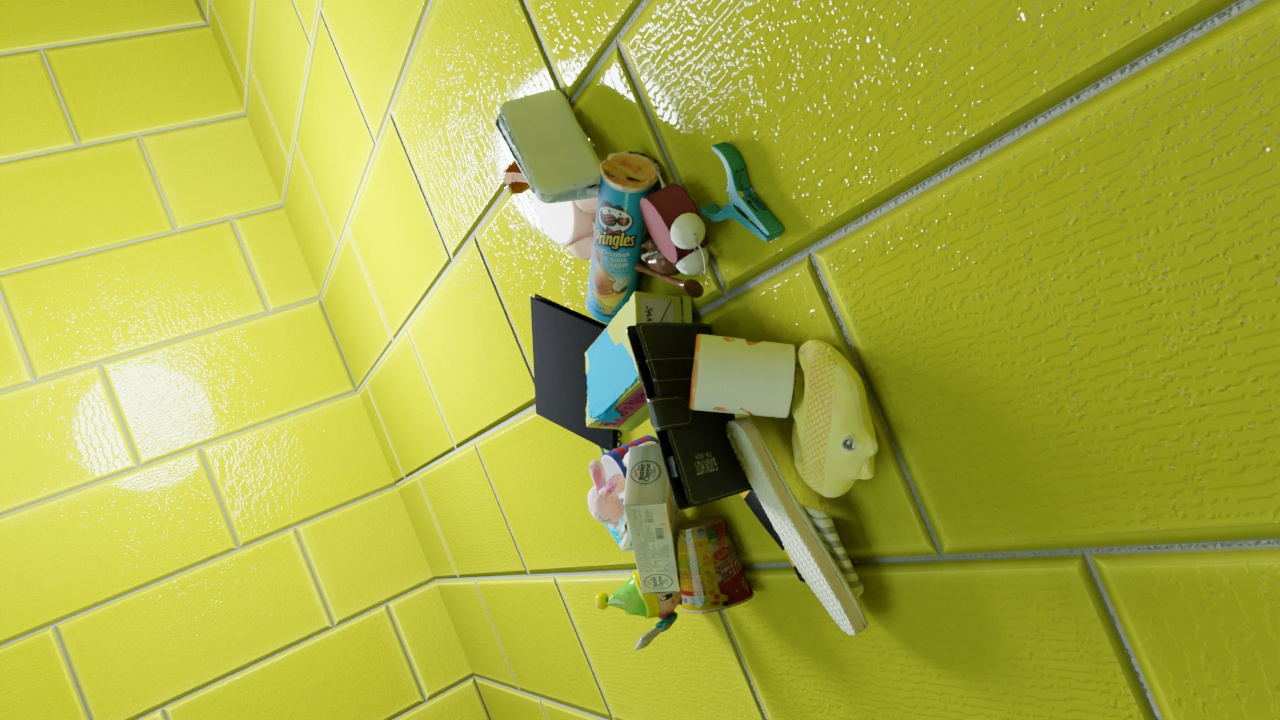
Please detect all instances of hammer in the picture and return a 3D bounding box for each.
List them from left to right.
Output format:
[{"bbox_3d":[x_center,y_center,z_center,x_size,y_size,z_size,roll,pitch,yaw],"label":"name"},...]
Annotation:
[{"bbox_3d":[0.124,0.139,1.153,0.324,0.034,0.170,54,148,23],"label":"hammer"}]

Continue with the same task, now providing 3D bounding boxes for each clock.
[{"bbox_3d":[-0.109,-0.222,1.261,0.160,0.086,0.131,43,143,29],"label":"clock"},{"bbox_3d":[0.043,-0.150,1.049,0.124,0.044,0.087,55,169,32],"label":"clock"}]

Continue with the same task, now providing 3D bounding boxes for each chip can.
[{"bbox_3d":[-0.025,-0.152,1.163,0.080,0.079,0.230,50,148,31],"label":"chip can"}]

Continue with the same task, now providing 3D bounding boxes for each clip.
[{"bbox_3d":[0.100,-0.183,0.975,0.120,0.033,0.118,15,118,57],"label":"clip"}]

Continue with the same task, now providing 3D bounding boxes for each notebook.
[{"bbox_3d":[-0.097,0.024,1.414,0.169,0.019,0.232,24,133,26],"label":"notebook"},{"bbox_3d":[0.060,0.057,1.043,0.030,0.169,0.209,-24,78,31],"label":"notebook"}]

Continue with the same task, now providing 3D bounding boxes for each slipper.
[{"bbox_3d":[0.179,0.179,1.023,0.272,0.054,0.114,59,175,1],"label":"slipper"}]

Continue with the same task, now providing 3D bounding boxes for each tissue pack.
[{"bbox_3d":[-0.020,0.230,1.431,0.093,0.061,0.145,47,146,34],"label":"tissue pack"}]

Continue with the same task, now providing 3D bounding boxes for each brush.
[{"bbox_3d":[-0.197,-0.283,1.434,0.127,0.017,0.048,-11,99,62],"label":"brush"}]

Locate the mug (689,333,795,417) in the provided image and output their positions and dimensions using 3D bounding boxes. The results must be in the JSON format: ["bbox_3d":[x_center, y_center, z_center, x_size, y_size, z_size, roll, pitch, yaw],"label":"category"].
[{"bbox_3d":[0.108,0.017,0.984,0.082,0.105,0.082,9,-93,-87],"label":"mug"}]

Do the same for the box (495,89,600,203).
[{"bbox_3d":[-0.116,-0.271,1.190,0.063,0.118,0.213,89,158,-52],"label":"box"}]

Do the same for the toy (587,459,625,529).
[{"bbox_3d":[-0.050,0.196,1.313,0.063,0.047,0.110,32,133,36],"label":"toy"}]

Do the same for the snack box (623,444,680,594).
[{"bbox_3d":[0.020,0.222,1.274,0.104,0.057,0.208,-86,-10,-47],"label":"snack box"}]

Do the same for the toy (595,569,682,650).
[{"bbox_3d":[0.009,0.358,1.395,0.097,0.131,0.124,-3,107,56],"label":"toy"}]

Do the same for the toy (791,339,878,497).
[{"bbox_3d":[0.194,0.064,0.943,0.155,0.064,0.171,-126,30,-57],"label":"toy"}]

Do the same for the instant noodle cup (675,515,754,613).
[{"bbox_3d":[0.093,0.273,1.239,0.100,0.100,0.112,-14,87,62],"label":"instant noodle cup"}]

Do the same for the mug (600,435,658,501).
[{"bbox_3d":[-0.003,0.147,1.329,0.075,0.076,0.112,57,150,21],"label":"mug"}]

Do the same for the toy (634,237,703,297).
[{"bbox_3d":[0.036,-0.117,1.111,0.102,0.041,0.055,26,92,40],"label":"toy"}]

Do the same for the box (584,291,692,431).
[{"bbox_3d":[-0.007,0.007,1.201,0.222,0.079,0.124,130,141,-61],"label":"box"}]
